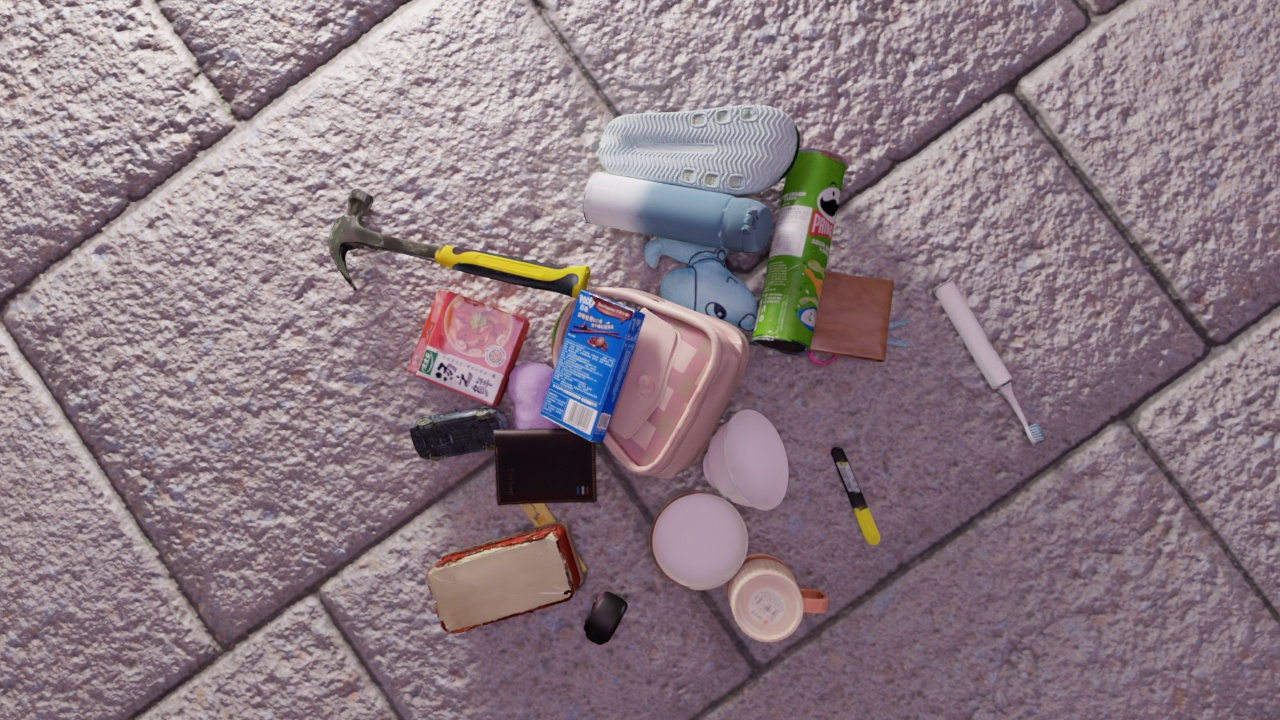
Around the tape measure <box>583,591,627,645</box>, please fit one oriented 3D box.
[{"bbox_3d":[-0.044,0.304,1.091,0.039,0.057,0.058,30,98,5],"label":"tape measure"}]

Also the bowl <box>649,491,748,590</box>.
[{"bbox_3d":[0.069,0.209,1.085,0.113,0.062,0.113,0,89,3],"label":"bowl"}]

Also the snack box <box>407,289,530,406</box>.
[{"bbox_3d":[-0.214,-0.018,1.121,0.127,0.044,0.113,20,89,4],"label":"snack box"}]

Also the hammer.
[{"bbox_3d":[-0.221,-0.120,1.102,0.323,0.032,0.126,13,67,8],"label":"hammer"}]

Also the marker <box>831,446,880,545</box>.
[{"bbox_3d":[0.257,0.162,1.101,0.018,0.015,0.124,-22,83,1],"label":"marker"}]

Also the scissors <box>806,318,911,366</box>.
[{"bbox_3d":[0.262,-0.042,1.109,0.137,0.017,0.096,-15,80,0],"label":"scissors"}]

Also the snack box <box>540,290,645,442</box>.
[{"bbox_3d":[-0.056,0.006,1.058,0.085,0.026,0.157,24,98,34],"label":"snack box"}]

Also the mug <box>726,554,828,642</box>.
[{"bbox_3d":[0.158,0.274,1.055,0.114,0.106,0.081,6,88,4],"label":"mug"}]

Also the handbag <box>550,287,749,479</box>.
[{"bbox_3d":[-0.006,0.006,1.080,0.234,0.093,0.193,34,105,24],"label":"handbag"}]

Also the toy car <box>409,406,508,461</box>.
[{"bbox_3d":[-0.220,0.087,1.116,0.121,0.036,0.054,-9,114,8],"label":"toy car"}]

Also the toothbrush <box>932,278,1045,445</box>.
[{"bbox_3d":[0.415,0.003,1.090,0.026,0.026,0.221,-32,85,29],"label":"toothbrush"}]

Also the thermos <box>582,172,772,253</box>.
[{"bbox_3d":[0.043,-0.171,1.073,0.221,0.070,0.070,14,88,20],"label":"thermos"}]

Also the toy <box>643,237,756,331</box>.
[{"bbox_3d":[0.073,-0.091,1.105,0.161,0.049,0.156,17,90,14],"label":"toy"}]

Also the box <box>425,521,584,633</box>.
[{"bbox_3d":[-0.161,0.255,1.081,0.168,0.079,0.091,-17,91,7],"label":"box"}]

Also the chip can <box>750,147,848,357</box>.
[{"bbox_3d":[0.185,-0.126,1.070,0.072,0.072,0.235,13,80,4],"label":"chip can"}]

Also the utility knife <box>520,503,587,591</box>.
[{"bbox_3d":[-0.117,0.204,1.124,0.031,0.019,0.173,-34,82,-5],"label":"utility knife"}]

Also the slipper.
[{"bbox_3d":[0.069,-0.247,1.103,0.246,0.074,0.104,6,89,20],"label":"slipper"}]

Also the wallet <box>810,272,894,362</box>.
[{"bbox_3d":[0.240,-0.054,1.094,0.115,0.020,0.101,8,78,5],"label":"wallet"}]

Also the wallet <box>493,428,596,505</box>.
[{"bbox_3d":[-0.114,0.127,1.104,0.122,0.020,0.096,-1,105,-5],"label":"wallet"}]

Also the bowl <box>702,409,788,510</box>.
[{"bbox_3d":[0.114,0.122,1.078,0.065,0.118,0.118,-21,85,41],"label":"bowl"}]

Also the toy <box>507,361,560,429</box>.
[{"bbox_3d":[-0.126,0.053,1.114,0.084,0.039,0.108,-7,93,5],"label":"toy"}]
